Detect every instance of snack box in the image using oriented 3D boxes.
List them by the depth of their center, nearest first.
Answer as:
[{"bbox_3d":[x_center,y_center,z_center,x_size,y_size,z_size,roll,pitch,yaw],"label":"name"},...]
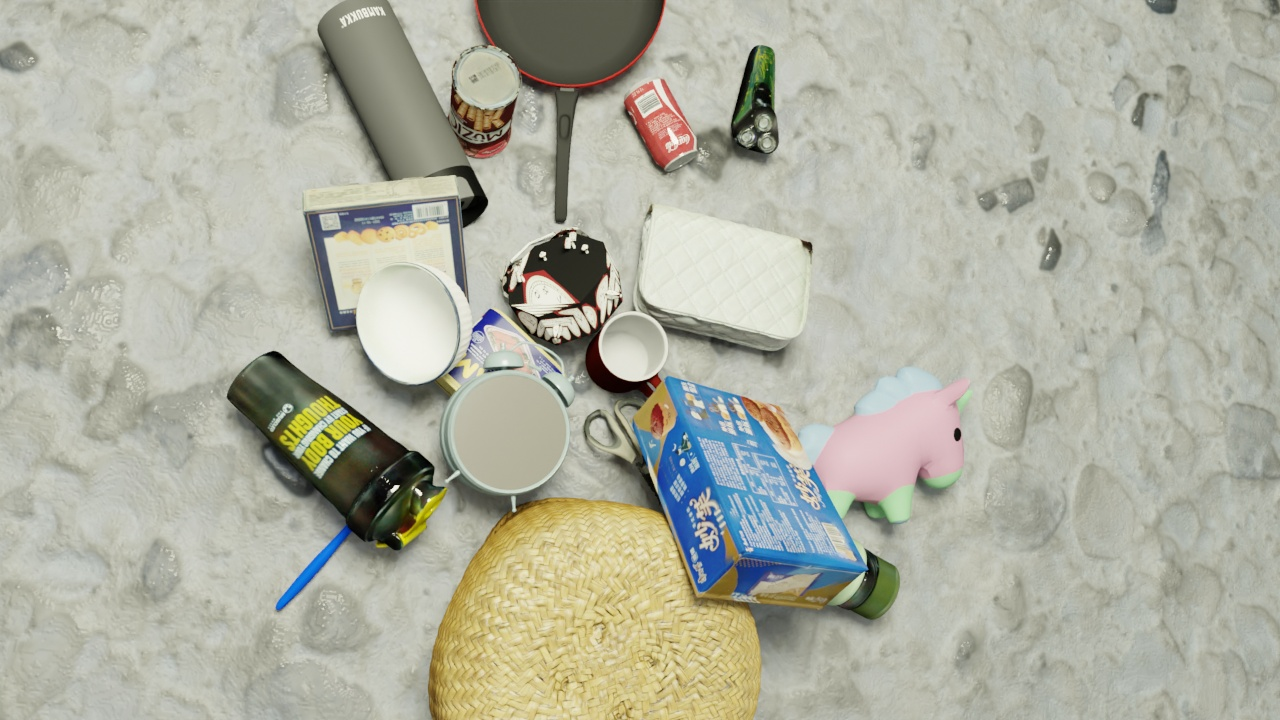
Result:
[{"bbox_3d":[0.096,0.121,0.848,0.155,0.069,0.202,15,36,-34],"label":"snack box"},{"bbox_3d":[-0.246,-0.105,0.906,0.144,0.145,0.042,-9,43,-14],"label":"snack box"},{"bbox_3d":[-0.165,-0.268,0.961,0.072,0.121,0.072,2,79,-13],"label":"snack box"}]

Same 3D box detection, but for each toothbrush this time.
[{"bbox_3d":[-0.296,0.170,0.906,0.018,0.016,0.182,39,74,2],"label":"toothbrush"}]

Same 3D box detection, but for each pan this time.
[{"bbox_3d":[-0.080,-0.334,1.018,0.209,0.067,0.356,3,97,-1],"label":"pan"}]

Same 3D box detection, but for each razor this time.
[{"bbox_3d":[0.141,-0.308,1.069,0.054,0.067,0.151,15,69,-14],"label":"razor"}]

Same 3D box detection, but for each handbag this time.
[{"bbox_3d":[0.089,-0.091,1.014,0.195,0.073,0.138,14,68,-10],"label":"handbag"}]

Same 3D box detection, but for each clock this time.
[{"bbox_3d":[-0.125,0.058,0.891,0.122,0.045,0.159,27,77,-17],"label":"clock"},{"bbox_3d":[-0.089,-0.091,0.949,0.114,0.065,0.154,-34,47,-5],"label":"clock"}]

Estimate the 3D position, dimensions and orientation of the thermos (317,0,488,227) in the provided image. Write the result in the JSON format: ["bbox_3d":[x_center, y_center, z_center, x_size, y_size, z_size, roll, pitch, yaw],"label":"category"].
[{"bbox_3d":[-0.247,-0.253,0.960,0.082,0.082,0.240,-26,86,-16],"label":"thermos"}]

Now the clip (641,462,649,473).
[{"bbox_3d":[0.047,0.141,0.994,0.058,0.050,0.102,-32,89,-24],"label":"clip"}]

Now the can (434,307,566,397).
[{"bbox_3d":[-0.147,0.015,0.948,0.116,0.057,0.092,43,73,-2],"label":"can"}]

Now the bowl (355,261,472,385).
[{"bbox_3d":[-0.209,-0.039,0.889,0.118,0.062,0.118,5,103,22],"label":"bowl"}]

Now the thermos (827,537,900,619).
[{"bbox_3d":[0.165,0.197,0.966,0.231,0.082,0.082,28,75,-15],"label":"thermos"}]

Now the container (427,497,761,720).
[{"bbox_3d":[-0.038,0.278,0.854,0.306,0.197,0.306,2,81,-13],"label":"container"}]

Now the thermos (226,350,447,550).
[{"bbox_3d":[-0.289,0.086,0.876,0.221,0.098,0.098,38,74,7],"label":"thermos"}]

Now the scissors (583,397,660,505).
[{"bbox_3d":[0.010,0.097,0.945,0.171,0.013,0.120,26,57,27],"label":"scissors"}]

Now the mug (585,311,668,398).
[{"bbox_3d":[-0.006,0.006,0.967,0.073,0.083,0.105,-38,90,-16],"label":"mug"}]

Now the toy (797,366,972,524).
[{"bbox_3d":[0.259,0.089,1.003,0.222,0.120,0.171,5,88,-13],"label":"toy"}]

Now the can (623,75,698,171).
[{"bbox_3d":[0.024,-0.267,1.039,0.054,0.054,0.096,-27,87,-16],"label":"can"}]
